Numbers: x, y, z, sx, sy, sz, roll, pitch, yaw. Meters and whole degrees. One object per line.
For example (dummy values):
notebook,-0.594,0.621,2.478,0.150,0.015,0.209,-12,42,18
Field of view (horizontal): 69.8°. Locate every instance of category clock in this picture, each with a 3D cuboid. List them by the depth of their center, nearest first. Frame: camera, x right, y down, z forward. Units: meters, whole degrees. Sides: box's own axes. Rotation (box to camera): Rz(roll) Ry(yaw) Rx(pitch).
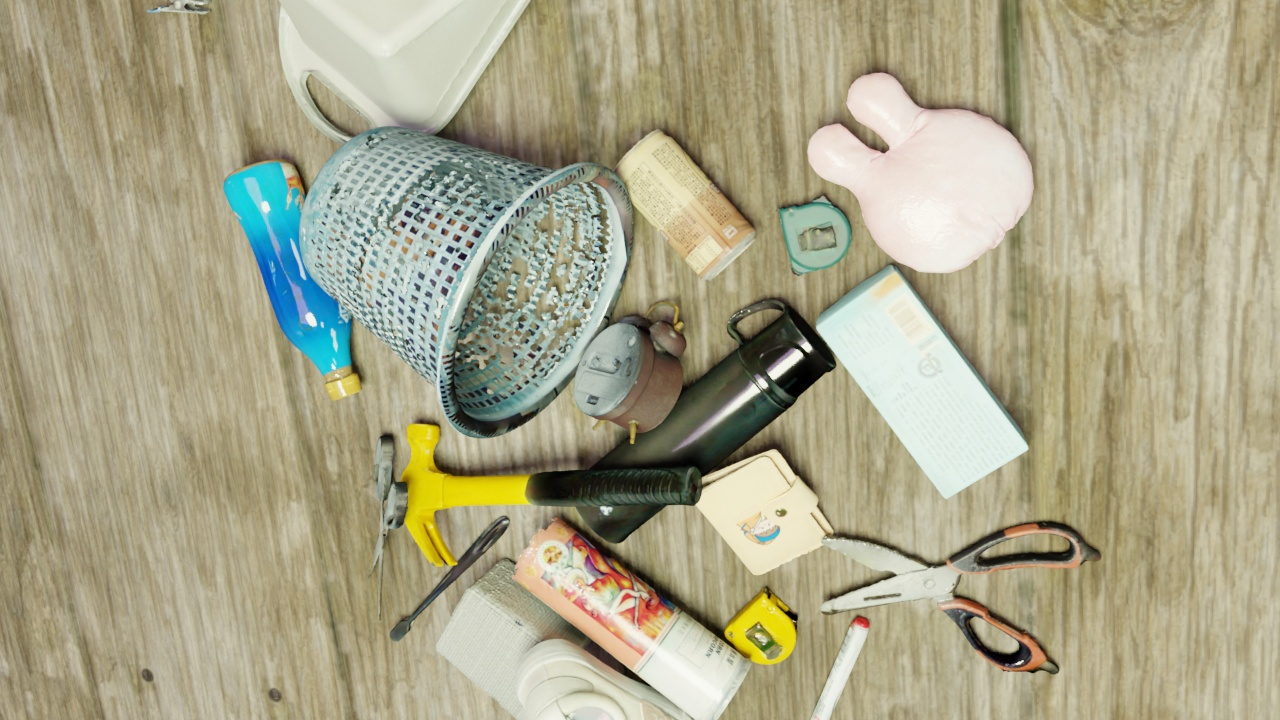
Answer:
clock,-0.004,0.004,0.755,0.055,0.082,0.122,30,80,-35

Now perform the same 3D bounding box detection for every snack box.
snack box,0.218,0.016,0.717,0.074,0.051,0.175,-37,90,20

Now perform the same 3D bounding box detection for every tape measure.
tape measure,0.139,-0.100,0.727,0.055,0.025,0.058,-13,99,18
tape measure,0.109,0.239,0.806,0.057,0.028,0.060,43,109,2

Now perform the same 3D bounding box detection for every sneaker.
sneaker,-0.009,0.329,0.777,0.089,0.090,0.242,-40,122,4

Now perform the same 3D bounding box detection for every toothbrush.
toothbrush,-0.184,0.211,0.887,0.015,0.018,0.181,46,107,8

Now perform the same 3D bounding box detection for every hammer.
hammer,-0.088,0.110,0.775,0.301,0.032,0.128,-6,79,30

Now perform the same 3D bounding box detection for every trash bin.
trash bin,-0.147,-0.083,0.722,0.195,0.226,0.227,29,108,21

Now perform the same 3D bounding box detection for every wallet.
wallet,0.104,0.127,0.763,0.087,0.024,0.115,-30,119,14

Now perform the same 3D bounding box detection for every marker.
marker,0.170,0.290,0.807,0.017,0.017,0.145,21,106,10

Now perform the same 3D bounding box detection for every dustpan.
dustpan,-0.198,-0.312,0.766,0.222,0.143,0.257,41,80,12

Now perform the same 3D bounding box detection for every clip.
clip,-0.416,-0.323,0.828,0.058,0.026,0.043,12,119,4

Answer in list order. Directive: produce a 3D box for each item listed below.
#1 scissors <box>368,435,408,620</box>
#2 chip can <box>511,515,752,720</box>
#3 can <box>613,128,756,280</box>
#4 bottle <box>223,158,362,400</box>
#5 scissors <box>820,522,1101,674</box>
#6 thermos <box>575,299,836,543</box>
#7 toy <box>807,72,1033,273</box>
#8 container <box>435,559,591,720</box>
scissors,-0.238,0.155,0.858,0.014,0.160,0.180,1,79,-26
chip can,-0.010,0.227,0.806,0.215,0.071,0.071,35,108,11
can,0.035,-0.123,0.732,0.059,0.058,0.116,-42,89,19
bottle,-0.307,-0.069,0.832,0.065,0.065,0.218,-17,96,18
scissors,0.262,0.185,0.755,0.227,0.015,0.189,39,107,0
thermos,0.045,0.049,0.770,0.243,0.068,0.090,-41,57,17
toy,0.208,-0.141,0.684,0.159,0.054,0.121,40,101,3
container,-0.113,0.253,0.839,0.114,0.090,0.090,34,107,9
